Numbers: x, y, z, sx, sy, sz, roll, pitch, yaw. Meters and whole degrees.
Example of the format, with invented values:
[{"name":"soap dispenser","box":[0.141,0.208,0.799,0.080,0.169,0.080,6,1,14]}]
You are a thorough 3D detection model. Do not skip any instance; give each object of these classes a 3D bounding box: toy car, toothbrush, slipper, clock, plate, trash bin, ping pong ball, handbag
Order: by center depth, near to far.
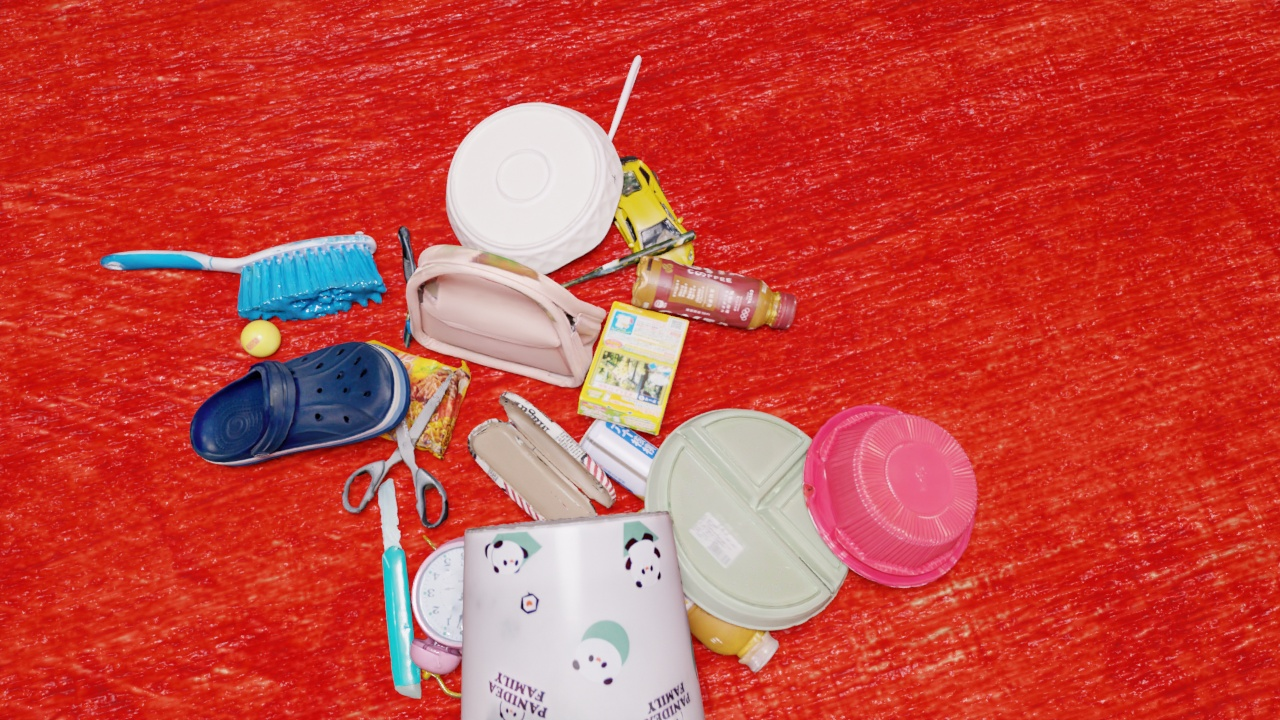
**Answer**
[{"name":"trash bin","box":[-0.053,0.265,0.798,0.229,0.230,0.251,-5,82,-2]},{"name":"handbag","box":[-0.140,-0.055,0.902,0.193,0.234,0.093,14,78,4]},{"name":"clock","box":[-0.170,0.250,0.906,0.117,0.060,0.158,-3,76,-1]},{"name":"plate","box":[0.116,0.150,0.915,0.230,0.028,0.229,9,60,-16]},{"name":"slipper","box":[-0.352,0.039,0.917,0.253,0.095,0.105,-15,71,16]},{"name":"ping pong ball","box":[-0.410,-0.023,0.991,0.040,0.040,0.040,0,74,-1]},{"name":"toothbrush","box":[-0.026,-0.106,1.008,0.186,0.017,0.012,-20,81,10]},{"name":"plate","box":[-0.124,-0.198,1.022,0.205,0.045,0.204,-2,78,11]},{"name":"toy car","box":[0.007,-0.159,1.036,0.071,0.041,0.155,-27,78,-7]},{"name":"toothbrush","box":[-0.031,-0.286,1.086,0.016,0.016,0.180,16,75,10]}]

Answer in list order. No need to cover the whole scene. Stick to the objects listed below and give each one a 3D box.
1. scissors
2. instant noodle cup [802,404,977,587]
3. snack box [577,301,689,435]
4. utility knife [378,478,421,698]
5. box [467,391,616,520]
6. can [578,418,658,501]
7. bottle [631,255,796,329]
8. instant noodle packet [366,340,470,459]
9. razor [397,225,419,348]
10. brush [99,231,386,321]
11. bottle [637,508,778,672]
[{"name":"scissors","box":[-0.244,0.092,0.942,0.159,0.014,0.181,-26,88,0]},{"name":"instant noodle cup","box":[0.264,0.125,0.921,0.193,0.066,0.193,7,65,-14]},{"name":"snack box","box":[-0.006,0.006,0.969,0.087,0.034,0.140,15,51,3]},{"name":"utility knife","box":[-0.247,0.230,0.934,0.029,0.013,0.222,-9,76,-5]},{"name":"box","box":[-0.097,0.102,0.936,0.162,0.088,0.076,41,38,14]},{"name":"can","box":[0.002,0.112,0.951,0.134,0.053,0.053,35,76,9]},{"name":"bottle","box":[0.080,-0.070,0.996,0.175,0.057,0.057,11,74,-6]},{"name":"instant noodle packet","box":[-0.255,0.037,0.975,0.128,0.044,0.110,14,72,3]},{"name":"razor","box":[-0.256,-0.086,1.019,0.022,0.043,0.142,-1,67,-21]},{"name":"brush","box":[-0.438,-0.092,1.008,0.314,0.060,0.109,-11,69,-1]},{"name":"bottle","box":[0.054,0.229,0.910,0.189,0.068,0.068,41,77,10]}]
